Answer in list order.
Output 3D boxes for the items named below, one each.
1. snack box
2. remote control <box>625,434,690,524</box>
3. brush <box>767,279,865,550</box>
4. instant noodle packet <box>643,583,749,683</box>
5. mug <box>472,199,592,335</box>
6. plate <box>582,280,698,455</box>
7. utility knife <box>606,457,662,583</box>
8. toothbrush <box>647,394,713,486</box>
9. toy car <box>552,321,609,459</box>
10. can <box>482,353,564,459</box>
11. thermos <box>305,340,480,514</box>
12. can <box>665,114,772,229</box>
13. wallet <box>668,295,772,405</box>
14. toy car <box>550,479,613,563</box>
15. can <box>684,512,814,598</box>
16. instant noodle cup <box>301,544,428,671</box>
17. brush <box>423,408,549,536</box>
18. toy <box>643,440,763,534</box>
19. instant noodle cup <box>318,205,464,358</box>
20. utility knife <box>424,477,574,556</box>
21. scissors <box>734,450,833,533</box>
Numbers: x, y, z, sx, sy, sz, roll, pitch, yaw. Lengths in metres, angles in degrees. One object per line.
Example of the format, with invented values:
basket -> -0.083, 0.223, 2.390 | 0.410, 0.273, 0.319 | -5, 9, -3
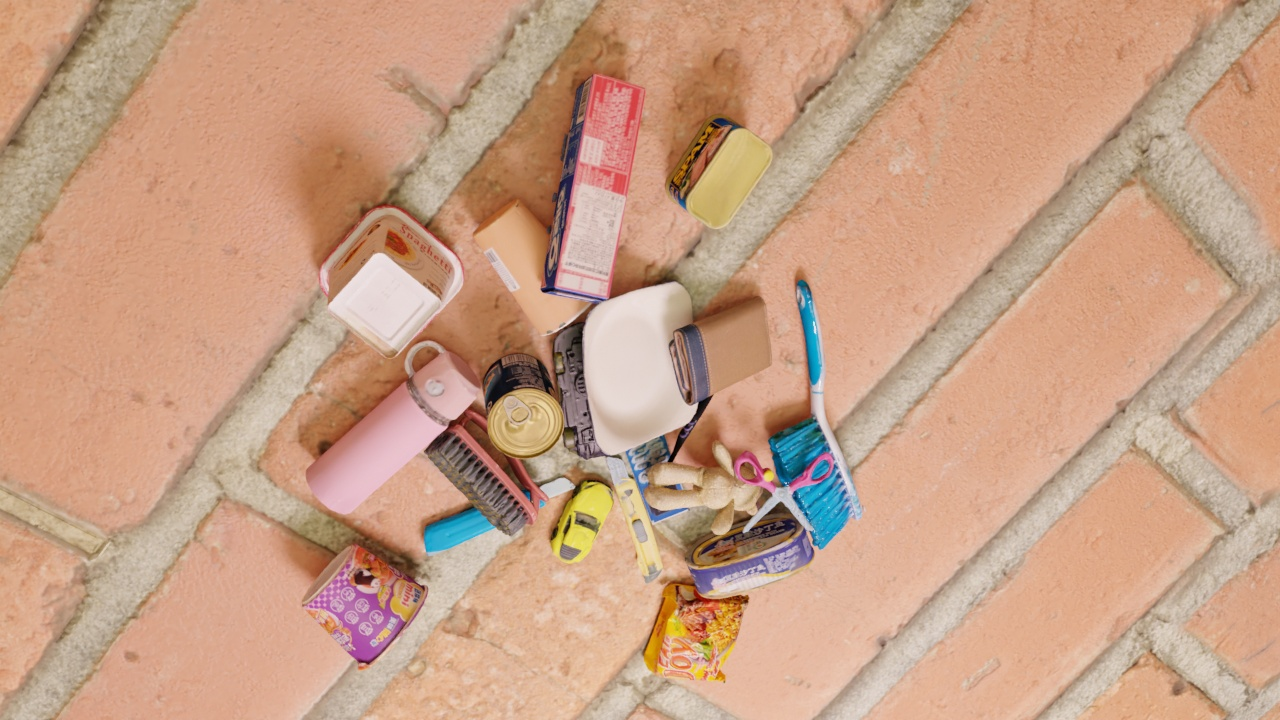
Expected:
snack box -> -0.047, -0.159, 0.869 | 0.058, 0.057, 0.207 | 11, 87, -21
remote control -> 0.017, 0.129, 1.052 | 0.049, 0.024, 0.125 | -20, 113, -3
brush -> 0.192, 0.068, 1.050 | 0.109, 0.060, 0.315 | -27, 112, -6
instant noodle packet -> 0.069, 0.341, 1.137 | 0.110, 0.044, 0.128 | 10, 109, -10
mug -> -0.108, -0.095, 0.915 | 0.078, 0.078, 0.123 | -37, 108, 5
plate -> -0.006, 0.006, 0.961 | 0.163, 0.034, 0.164 | -19, 110, -43
utility knife -> -0.007, 0.187, 1.079 | 0.031, 0.019, 0.183 | -21, 109, -9
toothbrush -> 0.058, 0.065, 1.023 | 0.016, 0.014, 0.189 | 29, 93, -52
toy car -> -0.055, 0.033, 0.990 | 0.070, 0.042, 0.158 | -8, 109, -9
can -> -0.123, 0.044, 0.945 | 0.075, 0.111, 0.075 | -4, 110, -11
thermos -> -0.261, 0.066, 0.956 | 0.199, 0.067, 0.087 | -42, 83, 7
can -> 0.077, -0.186, 0.906 | 0.057, 0.083, 0.102 | 30, 103, -20
wallet -> 0.089, -0.012, 0.988 | 0.115, 0.033, 0.090 | -24, 117, -24
toy car -> -0.066, 0.186, 1.055 | 0.048, 0.032, 0.105 | 22, 104, -18
can -> 0.128, 0.230, 1.083 | 0.148, 0.074, 0.049 | -19, 112, 8
instant noodle cup -> -0.305, 0.262, 1.003 | 0.111, 0.111, 0.099 | -43, 105, 7
brush -> -0.160, 0.123, 0.992 | 0.146, 0.063, 0.069 | 51, 60, -17
toy -> 0.073, 0.143, 1.030 | 0.157, 0.066, 0.105 | 7, 74, -37
instant noodle cup -> -0.237, -0.069, 0.870 | 0.116, 0.124, 0.117 | 41, 98, -22
utility knife -> -0.161, 0.172, 1.038 | 0.182, 0.018, 0.034 | -22, 97, -3
scissors -> 0.160, 0.143, 1.027 | 0.134, 0.017, 0.133 | -41, 109, -2
